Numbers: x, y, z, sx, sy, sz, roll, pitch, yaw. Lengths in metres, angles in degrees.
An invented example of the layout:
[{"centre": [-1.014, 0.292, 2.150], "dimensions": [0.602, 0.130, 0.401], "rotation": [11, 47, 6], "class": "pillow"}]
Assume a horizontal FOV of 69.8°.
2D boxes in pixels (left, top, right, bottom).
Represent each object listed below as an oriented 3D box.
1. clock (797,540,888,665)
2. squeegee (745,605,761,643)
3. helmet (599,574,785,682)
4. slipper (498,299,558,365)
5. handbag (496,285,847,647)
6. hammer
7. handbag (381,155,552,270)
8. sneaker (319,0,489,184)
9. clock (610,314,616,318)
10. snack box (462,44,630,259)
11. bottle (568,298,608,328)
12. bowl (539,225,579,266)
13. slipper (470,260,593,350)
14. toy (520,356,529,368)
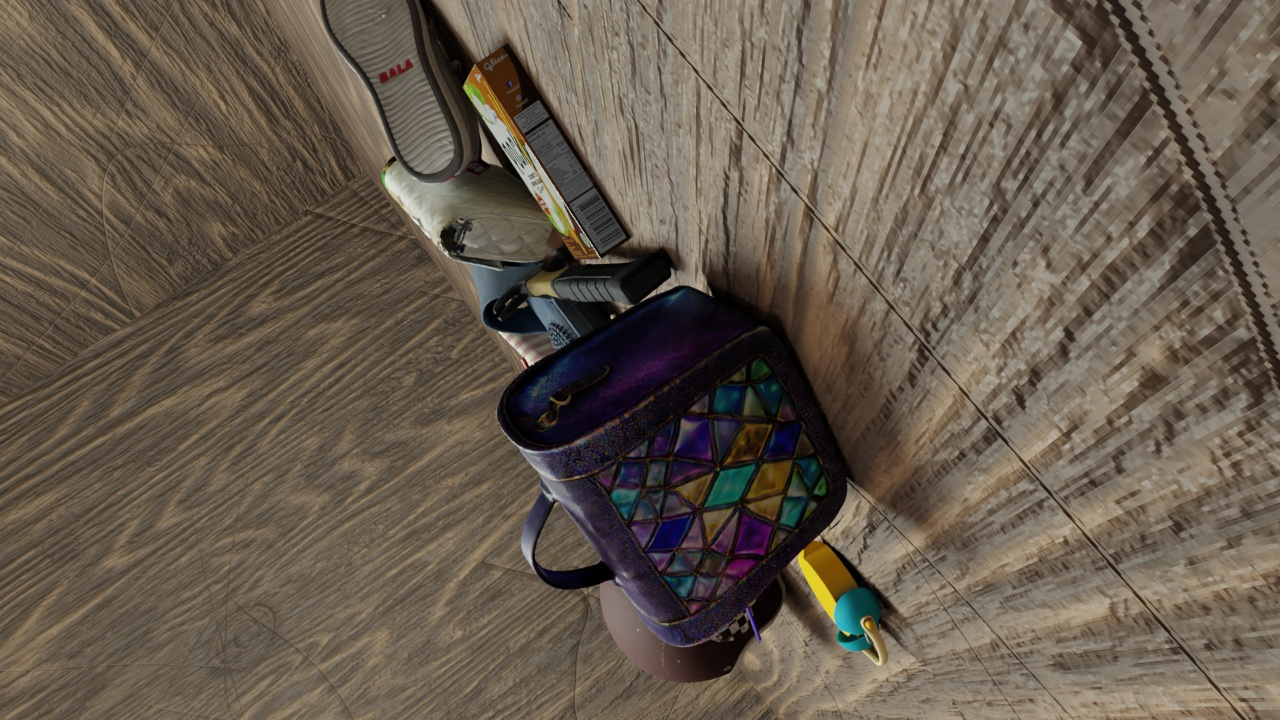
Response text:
[{"centre": [0.188, 0.223, 0.851], "dimensions": [0.129, 0.043, 0.099], "rotation": [56, 173, 34], "class": "clock"}, {"centre": [0.096, 0.169, 1.046], "dimensions": [0.185, 0.055, 0.249], "rotation": [71, 180, -50], "class": "squeegee"}, {"centre": [0.070, 0.299, 1.219], "dimensions": [0.234, 0.253, 0.234], "rotation": [16, 135, 58], "class": "helmet"}, {"centre": [-0.128, -0.060, 1.168], "dimensions": [0.263, 0.115, 0.052], "rotation": [55, 171, 32], "class": "slipper"}, {"centre": [0.014, 0.081, 0.656], "dimensions": [0.205, 0.222, 0.125], "rotation": [59, 169, -30], "class": "handbag"}, {"centre": [-0.061, -0.073, 0.864], "dimensions": [0.025, 0.117, 0.333], "rotation": [55, 165, -17], "class": "hammer"}, {"centre": [-0.187, -0.162, 0.995], "dimensions": [0.195, 0.138, 0.073], "rotation": [43, 124, 47], "class": "handbag"}, {"centre": [-0.231, -0.302, 0.936], "dimensions": [0.263, 0.097, 0.128], "rotation": [64, -166, -1], "class": "sneaker"}, {"centre": [-0.006, 0.006, 0.967], "dimensions": [0.125, 0.052, 0.089], "rotation": [60, 174, 26], "class": "clock"}, {"centre": [-0.084, -0.175, 0.804], "dimensions": [0.186, 0.031, 0.101], "rotation": [57, 170, -14], "class": "snack box"}, {"centre": [-0.064, -0.044, 1.103], "dimensions": [0.112, 0.047, 0.047], "rotation": [51, 170, 19], "class": "bottle"}, {"centre": [-0.113, -0.129, 1.084], "dimensions": [0.119, 0.032, 0.119], "rotation": [52, 170, 13], "class": "bowl"}, {"centre": [-0.141, -0.064, 1.065], "dimensions": [0.263, 0.082, 0.101], "rotation": [48, 156, 22], "class": "slipper"}, {"centre": [-0.128, -0.029, 1.310], "dimensions": [0.119, 0.099, 0.097], "rotation": [-134, 32, -65], "class": "toy"}]
